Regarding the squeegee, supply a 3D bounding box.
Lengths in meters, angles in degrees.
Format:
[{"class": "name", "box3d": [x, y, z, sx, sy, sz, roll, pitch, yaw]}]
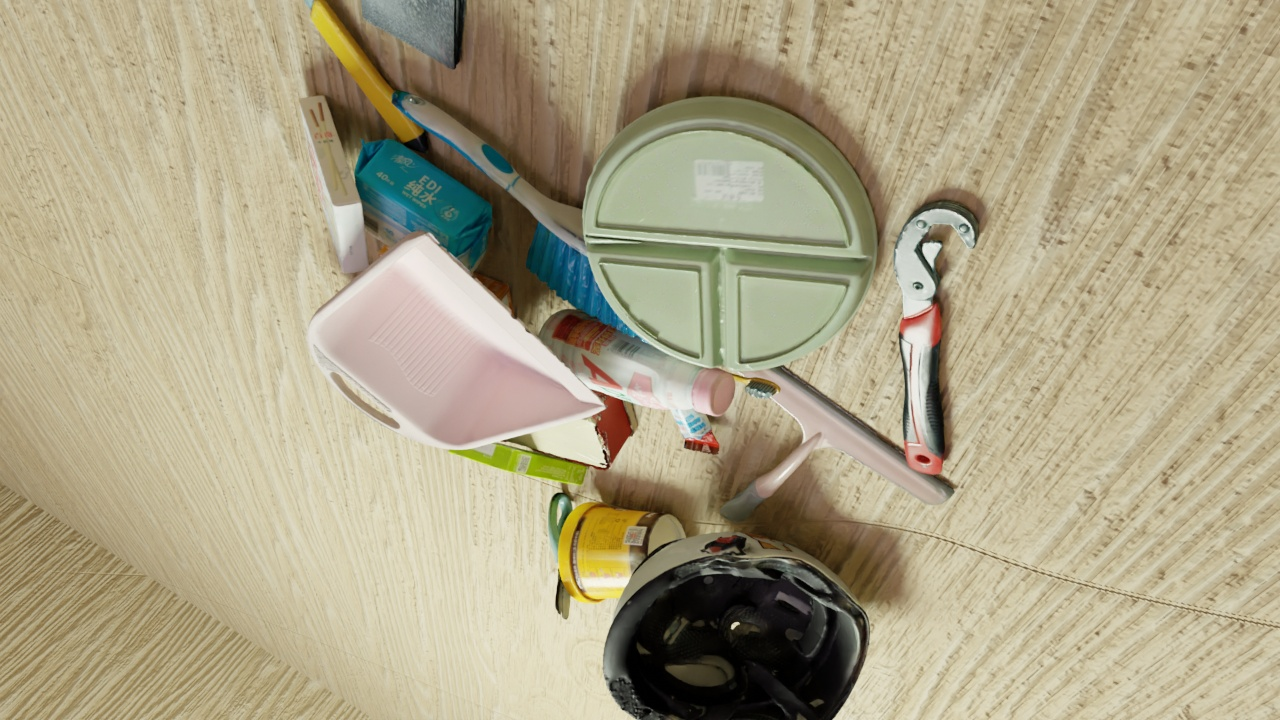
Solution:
[{"class": "squeegee", "box3d": [0.128, 0.115, 0.895, 0.247, 0.040, 0.250, 35, 144, 1]}]

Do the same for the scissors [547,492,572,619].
[{"class": "scissors", "box3d": [-0.095, 0.223, 1.097, 0.019, 0.185, 0.132, -17, 105, 11]}]

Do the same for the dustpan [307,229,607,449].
[{"class": "dustpan", "box3d": [-0.191, 0.011, 0.846, 0.222, 0.138, 0.274, 45, 166, -21]}]

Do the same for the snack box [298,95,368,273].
[{"class": "snack box", "box3d": [-0.284, -0.165, 0.852, 0.085, 0.026, 0.156, 102, 147, -50]}]

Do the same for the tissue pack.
[{"class": "tissue pack", "box3d": [-0.203, -0.140, 0.854, 0.140, 0.063, 0.090, 33, 151, 2]}]

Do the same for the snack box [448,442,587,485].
[{"class": "snack box", "box3d": [-0.135, 0.113, 1.039, 0.086, 0.026, 0.156, 13, 173, 29]}]

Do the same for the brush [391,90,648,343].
[{"class": "brush", "box3d": [-0.087, -0.124, 0.796, 0.314, 0.060, 0.110, 28, 137, 11]}]

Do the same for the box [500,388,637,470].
[{"class": "box", "box3d": [-0.099, 0.056, 0.973, 0.168, 0.079, 0.091, 12, 138, 28]}]

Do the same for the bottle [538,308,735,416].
[{"class": "bottle", "box3d": [-0.005, 0.005, 0.833, 0.197, 0.068, 0.068, 18, 140, 36]}]

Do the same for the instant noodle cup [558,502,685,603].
[{"class": "instant noodle cup", "box3d": [-0.017, 0.225, 1.068, 0.115, 0.118, 0.118, -6, 127, 33]}]

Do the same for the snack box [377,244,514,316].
[{"class": "snack box", "box3d": [-0.203, -0.069, 0.964, 0.154, 0.026, 0.075, 21, 142, 19]}]

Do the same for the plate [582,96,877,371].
[{"class": "plate", "box3d": [0.060, -0.084, 0.695, 0.230, 0.027, 0.231, 10, 127, 14]}]

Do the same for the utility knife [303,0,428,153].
[{"class": "utility knife", "box3d": [-0.246, -0.263, 0.796, 0.033, 0.015, 0.195, -5, 130, 42]}]

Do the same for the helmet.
[{"class": "helmet", "box3d": [0.093, 0.273, 0.965, 0.274, 0.156, 0.230, 8, 107, -8]}]

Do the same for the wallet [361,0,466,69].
[{"class": "wallet", "box3d": [-0.178, -0.296, 0.710, 0.097, 0.019, 0.121, 32, 144, 9]}]

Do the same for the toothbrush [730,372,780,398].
[{"class": "toothbrush", "box3d": [0.045, 0.008, 0.839, 0.192, 0.018, 0.016, 15, 130, 39]}]

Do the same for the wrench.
[{"class": "wrench", "box3d": [0.221, -0.005, 0.709, 0.056, 0.016, 0.274, 15, 138, 27]}]

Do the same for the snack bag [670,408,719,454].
[{"class": "snack bag", "box3d": [0.044, 0.046, 0.893, 0.048, 0.026, 0.104, 4, 130, 41]}]
